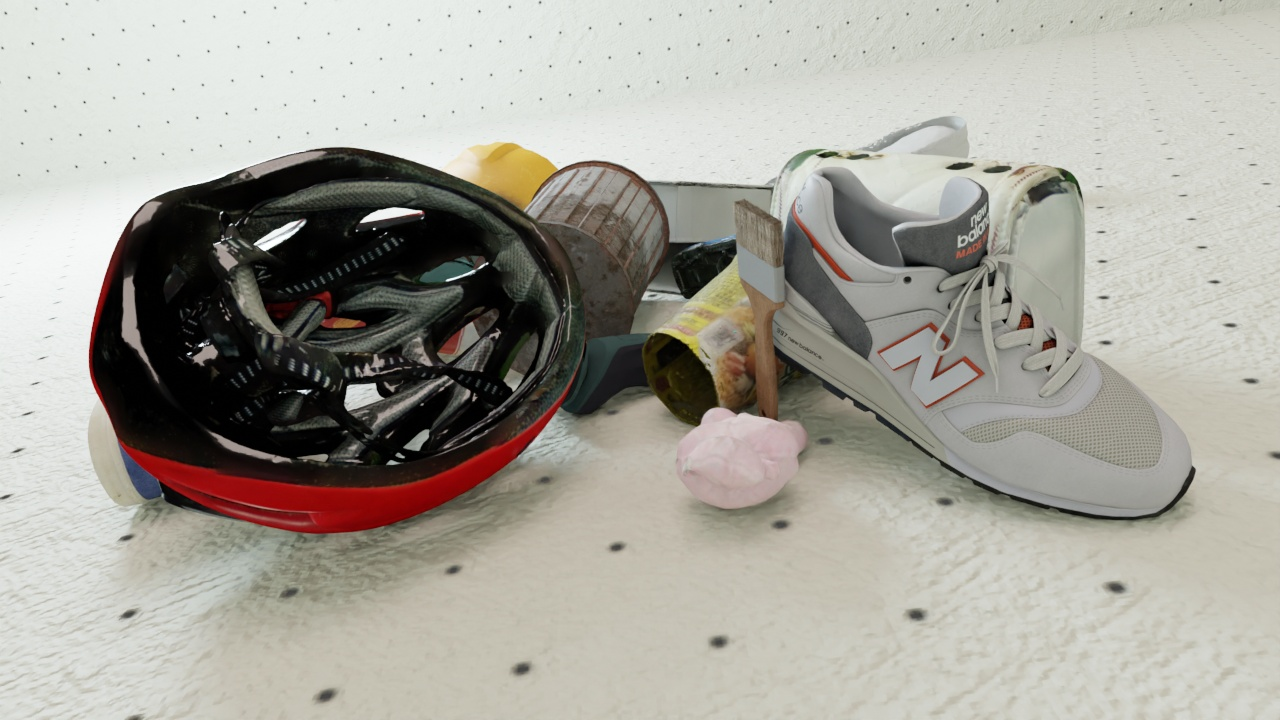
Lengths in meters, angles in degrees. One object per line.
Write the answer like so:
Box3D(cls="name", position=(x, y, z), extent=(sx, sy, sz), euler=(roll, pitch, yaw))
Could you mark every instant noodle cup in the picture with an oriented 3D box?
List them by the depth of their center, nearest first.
Box3D(cls="instant noodle cup", position=(0.062, -0.014, 0.592), extent=(0.108, 0.102, 0.102), euler=(-34, 32, -31))

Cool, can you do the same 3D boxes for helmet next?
Box3D(cls="helmet", position=(-0.158, -0.011, 0.524), extent=(0.271, 0.217, 0.167), euler=(-23, -19, -36))
Box3D(cls="helmet", position=(-0.164, -0.180, 1.044), extent=(0.205, 0.131, 0.255), euler=(-9, 20, 0))

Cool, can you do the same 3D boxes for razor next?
Box3D(cls="razor", position=(-0.004, 0.004, 0.637), extent=(0.142, 0.052, 0.047), euler=(-9, 21, -30))

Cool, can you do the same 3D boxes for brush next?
Box3D(cls="brush", position=(0.069, -0.017, 0.517), extent=(0.008, 0.143, 0.045), euler=(-17, 32, -16))

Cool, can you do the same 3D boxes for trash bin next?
Box3D(cls="trash bin", position=(-0.050, -0.081, 0.750), extent=(0.131, 0.131, 0.210), euler=(-4, 23, 11))

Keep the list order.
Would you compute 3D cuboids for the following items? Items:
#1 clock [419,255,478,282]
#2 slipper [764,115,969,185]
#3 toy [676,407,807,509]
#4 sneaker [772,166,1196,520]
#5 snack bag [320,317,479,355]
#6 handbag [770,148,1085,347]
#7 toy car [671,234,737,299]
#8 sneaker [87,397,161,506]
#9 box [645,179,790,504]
Box3D(cls="clock", position=(-0.169, -0.076, 0.794), extent=(0.090, 0.124, 0.053), euler=(13, 40, -33))
Box3D(cls="slipper", position=(0.239, -0.198, 1.012), extent=(0.247, 0.074, 0.112), euler=(-18, 14, 4))
Box3D(cls="toy", position=(0.054, 0.050, 0.488), extent=(0.064, 0.047, 0.109), euler=(2, 12, 18))
Box3D(cls="sneaker", position=(0.156, -0.022, 0.452), extent=(0.240, 0.124, 0.088), euler=(28, 53, 33))
Box3D(cls="snack bag", position=(-0.224, -0.037, 0.714), extent=(0.225, 0.041, 0.077), euler=(6, 13, -27))
Box3D(cls="handbag", position=(0.179, -0.065, 0.606), extent=(0.096, 0.142, 0.199), euler=(-23, 24, -28))
Box3D(cls="toy car", position=(0.081, -0.085, 0.789), extent=(0.120, 0.056, 0.043), euler=(-7, 18, 44))
Box3D(cls="sneaker", position=(-0.295, 0.011, 0.653), extent=(0.118, 0.091, 0.233), euler=(-17, 23, -10))
Box3D(cls="box", position=(0.042, -0.010, 0.982), extent=(0.169, 0.404, 0.171), euler=(10, 27, 40))
